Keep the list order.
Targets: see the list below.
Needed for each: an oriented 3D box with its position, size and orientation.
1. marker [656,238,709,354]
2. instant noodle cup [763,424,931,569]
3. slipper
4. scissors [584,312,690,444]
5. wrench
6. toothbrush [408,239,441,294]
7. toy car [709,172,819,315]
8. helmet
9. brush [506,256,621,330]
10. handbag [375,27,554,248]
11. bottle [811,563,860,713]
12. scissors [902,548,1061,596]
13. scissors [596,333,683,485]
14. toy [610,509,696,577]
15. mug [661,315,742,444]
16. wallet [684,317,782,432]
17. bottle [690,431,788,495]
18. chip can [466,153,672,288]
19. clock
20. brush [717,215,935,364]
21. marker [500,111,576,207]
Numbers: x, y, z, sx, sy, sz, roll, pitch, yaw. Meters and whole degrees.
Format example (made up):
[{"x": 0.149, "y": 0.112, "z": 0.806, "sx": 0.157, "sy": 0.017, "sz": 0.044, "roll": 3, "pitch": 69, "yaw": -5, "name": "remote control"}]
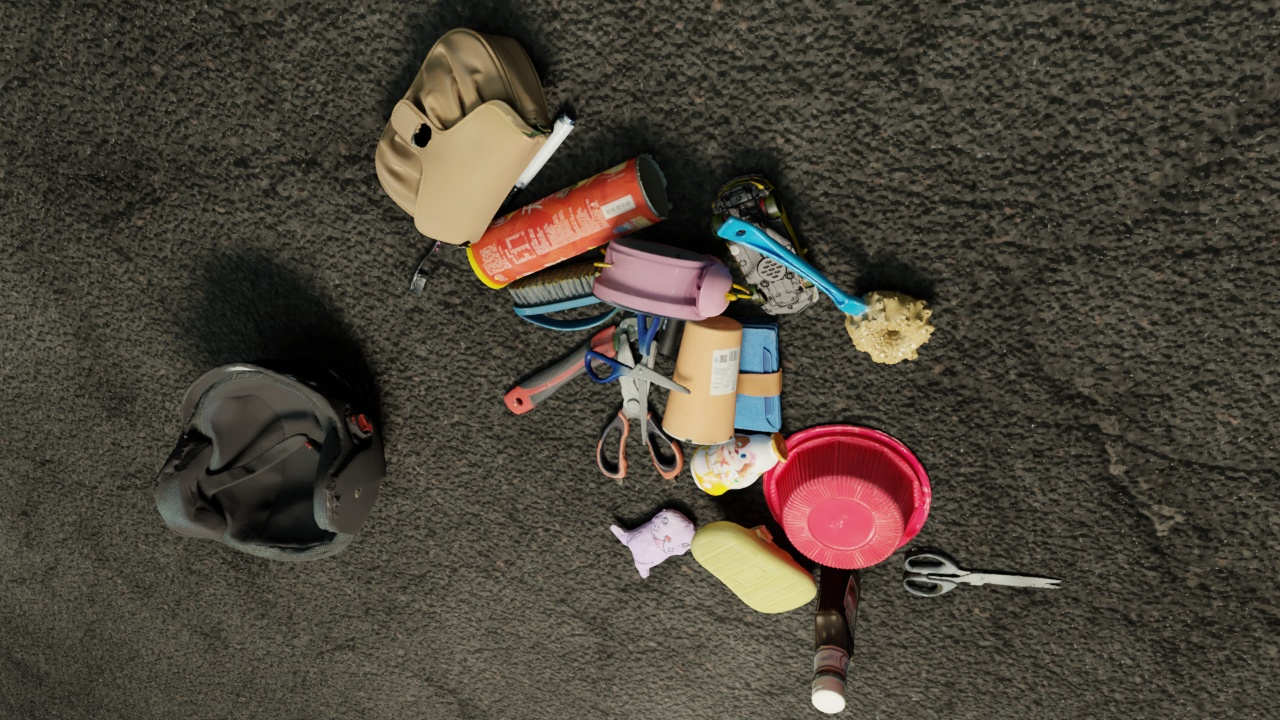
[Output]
[{"x": 0.044, "y": -0.066, "z": 0.978, "sx": 0.022, "sy": 0.020, "sz": 0.132, "roll": 19, "pitch": 115, "yaw": 5, "name": "marker"}, {"x": 0.230, "y": 0.168, "z": 1.046, "sx": 0.194, "sy": 0.065, "sz": 0.194, "roll": 9, "pitch": 122, "yaw": 14, "name": "instant noodle cup"}, {"x": 0.138, "y": 0.233, "z": 1.102, "sx": 0.092, "sy": 0.081, "sz": 0.190, "roll": -30, "pitch": 126, "yaw": 33, "name": "slipper"}, {"x": -0.006, "y": 0.005, "z": 0.985, "sx": 0.163, "sy": 0.012, "sz": 0.172, "roll": -8, "pitch": 81, "yaw": 46, "name": "scissors"}, {"x": -0.063, "y": -0.008, "z": 1.058, "sx": 0.274, "sy": 0.016, "sz": 0.056, "roll": -36, "pitch": 101, "yaw": 31, "name": "wrench"}, {"x": -0.220, "y": -0.143, "z": 1.028, "sx": 0.018, "sy": 0.014, "sz": 0.190, "roll": 28, "pitch": 124, "yaw": -13, "name": "toothbrush"}, {"x": 0.125, "y": -0.112, "z": 0.921, "sx": 0.071, "sy": 0.041, "sz": 0.156, "roll": -18, "pitch": 120, "yaw": 25, "name": "toy car"}, {"x": -0.432, "y": 0.111, "z": 1.120, "sx": 0.233, "sy": 0.229, "sz": 0.275, "roll": -2, "pitch": 110, "yaw": 8, "name": "helmet"}, {"x": -0.072, "y": -0.069, "z": 1.001, "sx": 0.144, "sy": 0.055, "sz": 0.073, "roll": -10, "pitch": 116, "yaw": 22, "name": "brush"}, {"x": -0.180, "y": -0.218, "z": 0.905, "sx": 0.147, "sy": 0.099, "sz": 0.205, "roll": 51, "pitch": 124, "yaw": 14, "name": "handbag"}, {"x": 0.224, "y": 0.316, "z": 1.058, "sx": 0.044, "sy": 0.194, "sz": 0.080, "roll": -10, "pitch": 117, "yaw": 22, "name": "bottle"}, {"x": 0.398, "y": 0.263, "z": 1.085, "sx": 0.174, "sy": 0.014, "sz": 0.137, "roll": 30, "pitch": 123, "yaw": -6, "name": "scissors"}, {"x": 0.001, "y": 0.068, "z": 1.079, "sx": 0.196, "sy": 0.015, "sz": 0.215, "roll": -34, "pitch": 108, "yaw": 33, "name": "scissors"}, {"x": 0.022, "y": 0.223, "z": 1.159, "sx": 0.108, "sy": 0.038, "sz": 0.084, "roll": -31, "pitch": 99, "yaw": 31, "name": "toy"}, {"x": 0.069, "y": 0.017, "z": 0.960, "sx": 0.078, "sy": 0.078, "sz": 0.123, "roll": 11, "pitch": 110, "yaw": 10, "name": "mug"}, {"x": 0.103, "y": 0.016, "z": 1.010, "sx": 0.106, "sy": 0.040, "sz": 0.133, "roll": 5, "pitch": 121, "yaw": 20, "name": "wallet"}, {"x": 0.113, "y": 0.113, "z": 1.049, "sx": 0.109, "sy": 0.063, "sz": 0.063, "roll": -22, "pitch": 112, "yaw": 27, "name": "bottle"}, {"x": -0.077, "y": -0.142, "z": 0.948, "sx": 0.217, "sy": 0.073, "sz": 0.073, "roll": -19, "pitch": 113, "yaw": 26, "name": "chip can"}, {"x": 0.033, "y": -0.078, "z": 0.900, "sx": 0.158, "sy": 0.117, "sz": 0.060, "roll": 12, "pitch": 103, "yaw": -2, "name": "clock"}, {"x": 0.184, "y": -0.072, "z": 0.896, "sx": 0.254, "sy": 0.045, "sz": 0.083, "roll": 29, "pitch": 136, "yaw": -18, "name": "brush"}, {"x": -0.110, "y": -0.208, "z": 0.952, "sx": 0.022, "sy": 0.018, "sz": 0.131, "roll": 45, "pitch": 123, "yaw": -1, "name": "marker"}]
